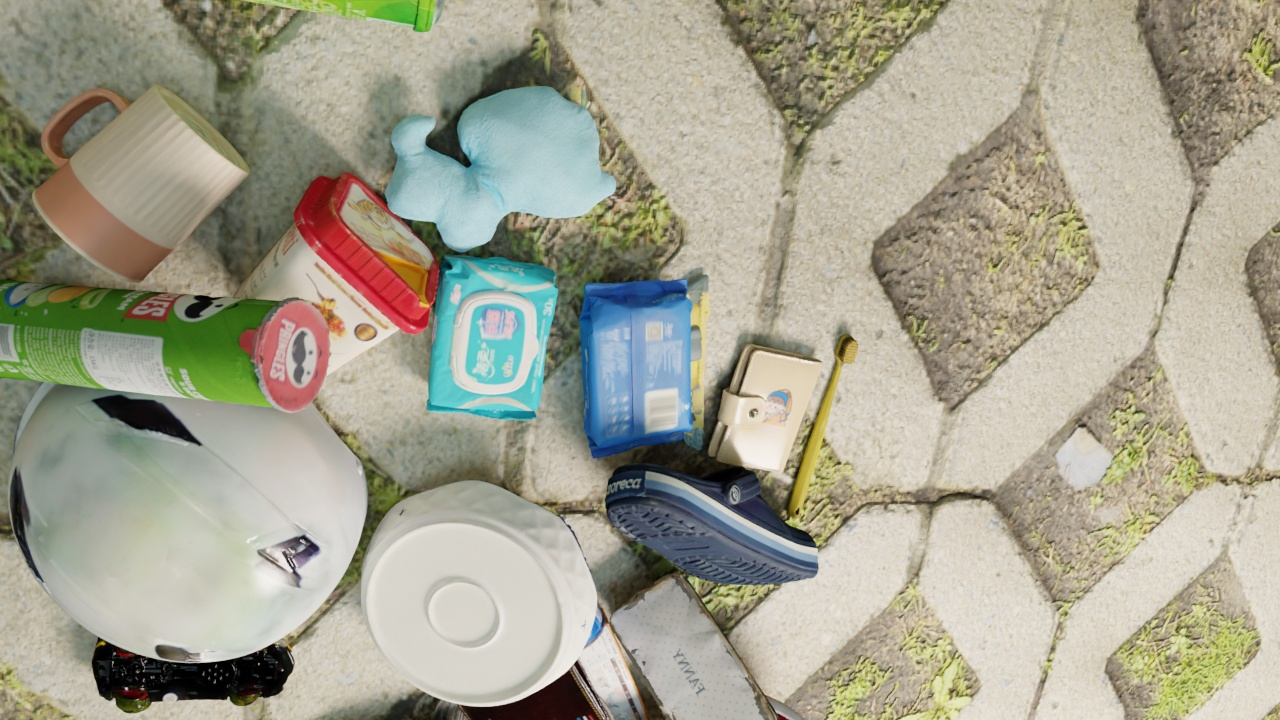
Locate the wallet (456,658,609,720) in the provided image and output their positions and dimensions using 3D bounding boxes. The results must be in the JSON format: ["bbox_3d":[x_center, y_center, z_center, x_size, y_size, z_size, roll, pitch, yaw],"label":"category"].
[{"bbox_3d":[-0.101,0.313,0.838,0.122,0.020,0.096,-19,113,12],"label":"wallet"}]

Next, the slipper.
[{"bbox_3d":[0.064,0.139,0.834,0.252,0.105,0.095,31,58,-39],"label":"slipper"}]

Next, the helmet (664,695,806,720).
[{"bbox_3d":[0.082,0.441,0.910,0.207,0.144,0.240,40,84,6],"label":"helmet"}]

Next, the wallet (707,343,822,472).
[{"bbox_3d":[0.113,0.045,0.847,0.087,0.024,0.115,12,108,-20],"label":"wallet"}]

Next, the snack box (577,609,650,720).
[{"bbox_3d":[-0.044,0.322,0.904,0.075,0.026,0.154,-23,115,-7],"label":"snack box"}]

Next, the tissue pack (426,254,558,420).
[{"bbox_3d":[-0.120,-0.016,0.733,0.093,0.050,0.134,4,110,-20],"label":"tissue pack"}]

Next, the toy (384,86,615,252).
[{"bbox_3d":[-0.100,-0.148,0.688,0.161,0.050,0.156,33,97,-22],"label":"toy"}]

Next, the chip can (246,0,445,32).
[{"bbox_3d":[-0.236,-0.263,0.588,0.221,0.072,0.073,3,109,-19],"label":"chip can"}]

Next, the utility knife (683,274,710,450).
[{"bbox_3d":[0.047,0.005,0.818,0.031,0.018,0.167,-5,116,-10],"label":"utility knife"}]

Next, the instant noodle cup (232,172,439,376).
[{"bbox_3d":[-0.225,-0.051,0.660,0.124,0.116,0.116,-37,117,13],"label":"instant noodle cup"}]

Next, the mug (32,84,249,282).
[{"bbox_3d":[-0.339,-0.129,0.611,0.106,0.081,0.114,-43,87,0],"label":"mug"}]

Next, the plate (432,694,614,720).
[{"bbox_3d":[-0.109,0.355,0.880,0.179,0.024,0.180,1,114,1],"label":"plate"}]

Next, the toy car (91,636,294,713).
[{"bbox_3d":[-0.370,0.252,0.763,0.155,0.041,0.071,6,109,-18],"label":"toy car"}]

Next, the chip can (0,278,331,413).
[{"bbox_3d":[-0.325,-0.012,0.597,0.236,0.072,0.072,5,112,14],"label":"chip can"}]

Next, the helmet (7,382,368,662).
[{"bbox_3d":[-0.332,0.119,0.666,0.229,0.146,0.258,-42,116,1],"label":"helmet"}]

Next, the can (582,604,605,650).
[{"bbox_3d":[-0.084,0.201,0.828,0.053,0.053,0.134,-30,116,-5],"label":"can"}]

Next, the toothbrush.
[{"bbox_3d":[0.174,0.067,0.878,0.015,0.016,0.190,8,108,-20],"label":"toothbrush"}]

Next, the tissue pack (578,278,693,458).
[{"bbox_3d":[-0.005,0.005,0.777,0.095,0.052,0.157,-8,113,-17],"label":"tissue pack"}]

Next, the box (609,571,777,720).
[{"bbox_3d":[0.044,0.280,0.845,0.090,0.184,0.062,-32,157,-2],"label":"box"}]

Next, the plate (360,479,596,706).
[{"bbox_3d":[-0.142,0.203,0.770,0.205,0.045,0.205,3,107,8],"label":"plate"}]
